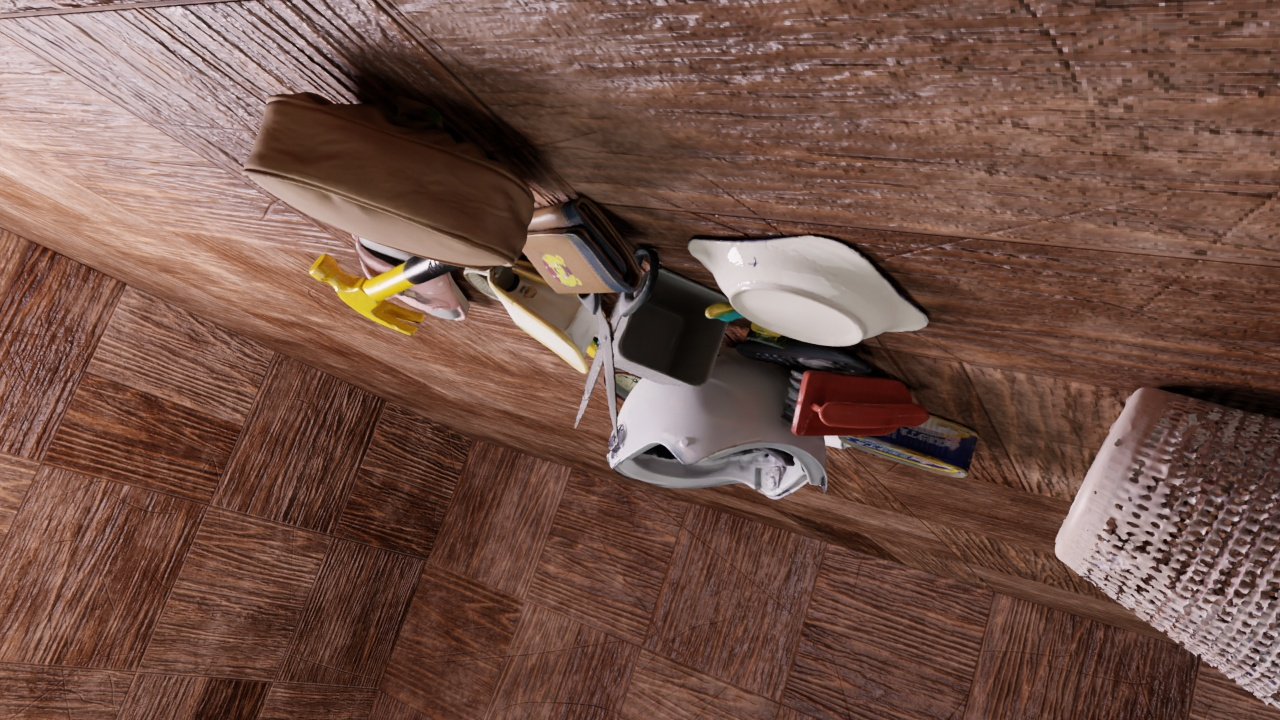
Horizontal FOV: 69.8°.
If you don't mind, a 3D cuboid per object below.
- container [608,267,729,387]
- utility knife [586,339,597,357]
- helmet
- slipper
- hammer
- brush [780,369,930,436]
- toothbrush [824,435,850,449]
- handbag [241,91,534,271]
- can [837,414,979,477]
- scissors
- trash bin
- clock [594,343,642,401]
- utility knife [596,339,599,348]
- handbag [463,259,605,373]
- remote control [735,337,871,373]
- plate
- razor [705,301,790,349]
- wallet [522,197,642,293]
[{"bbox_3d":[0.016,-0.027,0.873,0.090,0.090,0.114,23,171,-14],"label":"container"},{"bbox_3d":[-0.071,-0.024,1.189,0.033,0.015,0.192,18,169,21],"label":"utility knife"},{"bbox_3d":[0.081,0.064,1.007,0.229,0.145,0.259,13,165,-22],"label":"helmet"},{"bbox_3d":[-0.272,-0.093,1.097,0.114,0.054,0.274,18,166,7],"label":"slipper"},{"bbox_3d":[-0.235,-0.093,0.958,0.128,0.032,0.302,40,148,-28],"label":"hammer"},{"bbox_3d":[0.212,0.045,0.890,0.145,0.063,0.069,4,-167,-31],"label":"brush"},{"bbox_3d":[0.247,0.100,1.222,0.221,0.026,0.026,11,176,34],"label":"toothbrush"},{"bbox_3d":[-0.177,-0.134,0.685,0.204,0.099,0.148,20,176,-2],"label":"handbag"},{"bbox_3d":[0.297,0.085,1.023,0.148,0.049,0.075,17,168,7],"label":"can"},{"bbox_3d":[-0.028,-0.025,0.807,0.014,0.178,0.160,6,140,-44],"label":"scissors"},{"bbox_3d":[0.427,0.124,0.668,0.192,0.227,0.227,27,173,28],"label":"trash bin"},{"bbox_3d":[-0.007,0.006,1.100,0.082,0.055,0.122,2,145,33],"label":"clock"},{"bbox_3d":[0.023,0.000,1.144,0.162,0.018,0.034,13,166,20],"label":"utility knife"},{"bbox_3d":[-0.120,-0.068,1.000,0.179,0.063,0.163,32,170,10],"label":"handbag"},{"bbox_3d":[0.156,-0.008,0.884,0.137,0.024,0.053,7,167,35],"label":"remote control"},{"bbox_3d":[0.129,-0.048,0.730,0.165,0.034,0.163,6,162,46],"label":"plate"},{"bbox_3d":[0.092,-0.035,0.819,0.043,0.028,0.132,22,-176,32],"label":"razor"},{"bbox_3d":[-0.058,-0.093,0.774,0.115,0.033,0.090,6,139,54],"label":"wallet"}]
